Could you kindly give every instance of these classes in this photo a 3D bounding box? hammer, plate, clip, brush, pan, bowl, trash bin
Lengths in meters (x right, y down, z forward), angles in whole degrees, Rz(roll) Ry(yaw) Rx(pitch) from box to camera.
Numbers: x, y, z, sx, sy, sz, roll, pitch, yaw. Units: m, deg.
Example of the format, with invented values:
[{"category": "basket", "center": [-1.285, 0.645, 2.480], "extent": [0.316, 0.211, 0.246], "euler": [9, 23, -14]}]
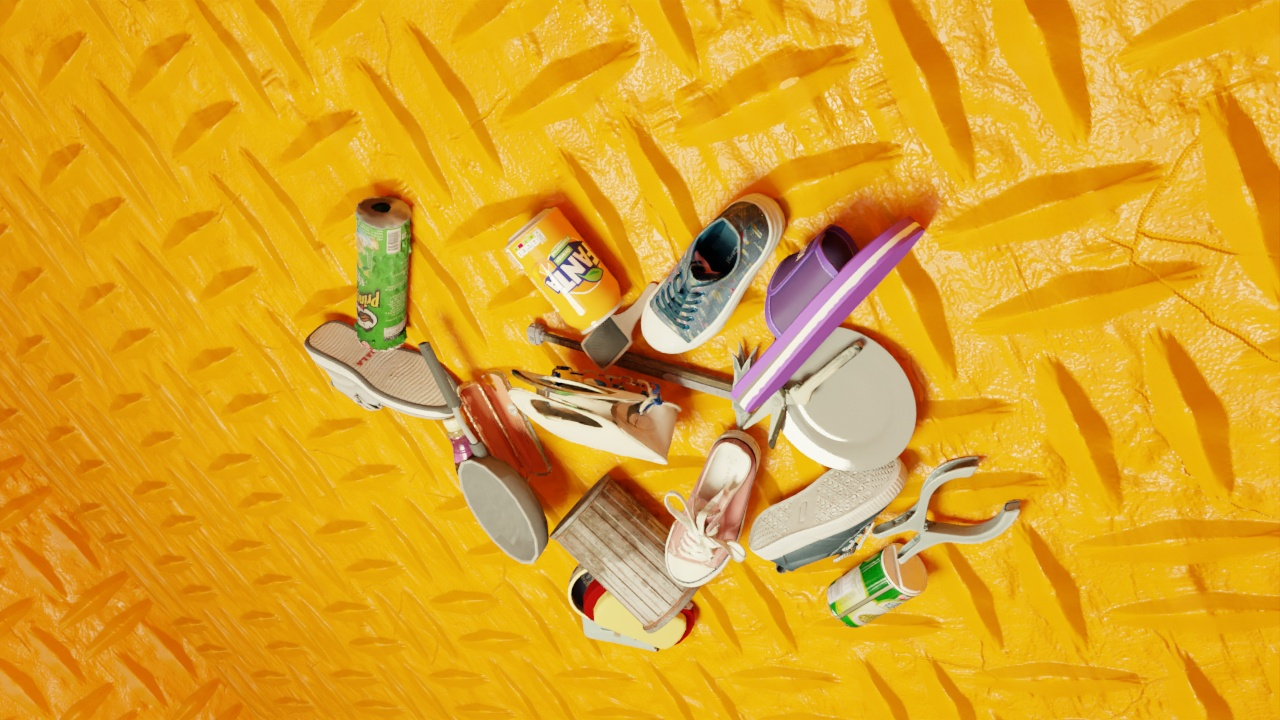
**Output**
[{"category": "hammer", "center": [-0.007, 0.006, 1.157], "extent": [0.317, 0.028, 0.147], "euler": [16, 135, 22]}, {"category": "plate", "center": [0.224, 0.043, 1.033], "extent": [0.179, 0.012, 0.179], "euler": [17, 122, 30]}, {"category": "clip", "center": [0.364, 0.196, 1.049], "extent": [0.141, 0.029, 0.172], "euler": [39, 127, 1]}, {"category": "brush", "center": [-0.022, -0.044, 1.110], "extent": [0.136, 0.015, 0.050], "euler": [-46, 75, 28]}, {"category": "pan", "center": [-0.226, 0.131, 1.303], "extent": [0.179, 0.041, 0.357], "euler": [0, 119, 52]}, {"category": "brush", "center": [-0.001, 0.379, 1.370], "extent": [0.173, 0.041, 0.082], "euler": [26, 113, -17]}, {"category": "bowl", "center": [-0.055, 0.336, 1.403], "extent": [0.112, 0.061, 0.113], "euler": [-2, 118, -3]}, {"category": "trash bin", "center": [-0.010, 0.275, 1.291], "extent": [0.211, 0.130, 0.131], "euler": [43, 135, -1]}]

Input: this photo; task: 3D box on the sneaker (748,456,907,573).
[{"category": "sneaker", "center": [0.234, 0.193, 1.101], "extent": [0.087, 0.089, 0.236], "euler": [37, 130, -20]}]

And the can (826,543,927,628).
[{"category": "can", "center": [0.294, 0.282, 1.144], "extent": [0.067, 0.067, 0.121], "euler": [40, 135, 1]}]

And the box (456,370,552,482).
[{"category": "box", "center": [-0.196, 0.103, 1.341], "extent": [0.187, 0.083, 0.043], "euler": [64, 172, -24]}]

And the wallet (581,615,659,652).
[{"category": "wallet", "center": [-0.028, 0.413, 1.464], "extent": [0.132, 0.054, 0.100], "euler": [4, 125, 24]}]

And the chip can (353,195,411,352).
[{"category": "chip can", "center": [-0.353, -0.116, 1.254], "extent": [0.075, 0.075, 0.224], "euler": [27, 133, 13]}]

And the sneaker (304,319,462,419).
[{"category": "sneaker", "center": [-0.384, 0.041, 1.388], "extent": [0.263, 0.096, 0.129], "euler": [22, 143, 15]}]

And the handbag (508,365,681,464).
[{"category": "handbag", "center": [-0.062, 0.050, 1.122], "extent": [0.201, 0.093, 0.199], "euler": [9, 166, 37]}]

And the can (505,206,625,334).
[{"category": "can", "center": [-0.088, -0.106, 1.088], "extent": [0.079, 0.078, 0.142], "euler": [-30, 104, 43]}]

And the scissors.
[{"category": "scissors", "center": [0.173, 0.016, 1.037], "extent": [0.180, 0.015, 0.193], "euler": [-6, 108, 39]}]

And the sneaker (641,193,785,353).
[{"category": "sneaker", "center": [0.065, -0.081, 0.996], "extent": [0.087, 0.079, 0.236], "euler": [48, 132, 10]}]

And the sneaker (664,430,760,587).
[{"category": "sneaker", "center": [0.086, 0.202, 1.151], "extent": [0.118, 0.087, 0.242], "euler": [21, 118, 9]}]

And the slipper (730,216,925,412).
[{"category": "slipper", "center": [0.163, -0.062, 0.938], "extent": [0.084, 0.107, 0.267], "euler": [47, 129, 13]}]

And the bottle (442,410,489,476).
[{"category": "bottle", "center": [-0.258, 0.151, 1.404], "extent": [0.060, 0.059, 0.166], "euler": [1, 122, 32]}]
